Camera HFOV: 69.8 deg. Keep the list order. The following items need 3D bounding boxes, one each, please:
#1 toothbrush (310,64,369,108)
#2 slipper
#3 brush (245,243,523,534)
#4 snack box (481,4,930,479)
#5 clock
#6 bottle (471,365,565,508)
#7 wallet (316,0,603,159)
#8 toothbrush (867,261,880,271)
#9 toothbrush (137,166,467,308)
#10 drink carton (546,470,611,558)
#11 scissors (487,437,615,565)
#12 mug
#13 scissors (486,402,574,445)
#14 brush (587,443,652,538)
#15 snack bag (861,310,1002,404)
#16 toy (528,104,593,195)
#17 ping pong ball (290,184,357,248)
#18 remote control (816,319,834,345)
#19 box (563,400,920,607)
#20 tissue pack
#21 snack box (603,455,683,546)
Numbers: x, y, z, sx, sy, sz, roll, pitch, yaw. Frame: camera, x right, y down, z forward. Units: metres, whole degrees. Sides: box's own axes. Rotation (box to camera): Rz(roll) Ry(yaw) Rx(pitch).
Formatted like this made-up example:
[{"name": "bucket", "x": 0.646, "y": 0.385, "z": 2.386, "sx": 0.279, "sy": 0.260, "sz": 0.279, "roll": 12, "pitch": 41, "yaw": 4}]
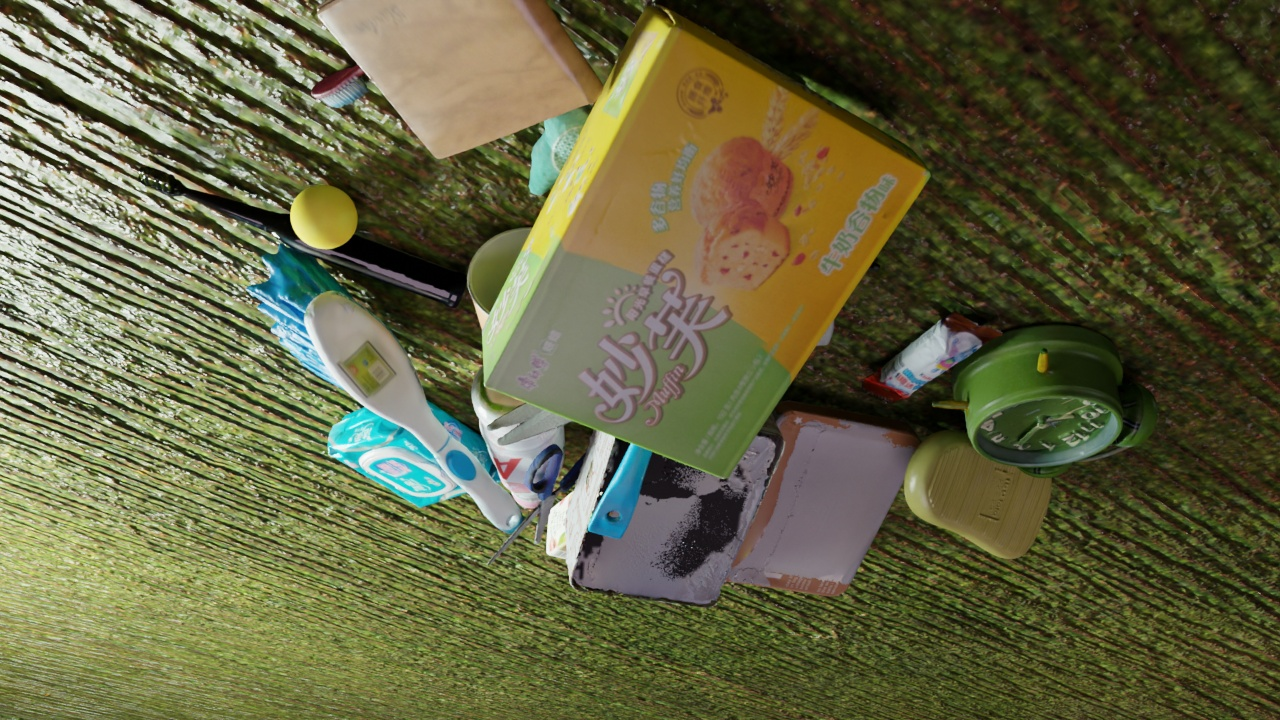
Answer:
[{"name": "toothbrush", "x": -0.100, "y": -0.169, "z": 0.477, "sx": 0.188, "sy": 0.016, "sz": 0.017, "roll": -15, "pitch": 148, "yaw": 27}, {"name": "slipper", "x": 0.269, "y": 0.101, "z": 0.763, "sx": 0.190, "sy": 0.091, "sz": 0.082, "roll": 23, "pitch": -178, "yaw": -37}, {"name": "brush", "x": -0.179, "y": 0.040, "z": 0.708, "sx": 0.109, "sy": 0.060, "sz": 0.315, "roll": 32, "pitch": 160, "yaw": 31}, {"name": "snack box", "x": 0.027, "y": -0.055, "z": 0.495, "sx": 0.157, "sy": 0.070, "sz": 0.210, "roll": 23, "pitch": 112, "yaw": -20}, {"name": "clock", "x": 0.303, "y": 0.037, "z": 0.674, "sx": 0.161, "sy": 0.056, "sz": 0.116, "roll": 26, "pitch": 141, "yaw": -27}, {"name": "bottle", "x": -0.097, "y": 0.070, "z": 0.772, "sx": 0.068, "sy": 0.068, "sz": 0.197, "roll": 5, "pitch": 148, "yaw": 1}, {"name": "wallet", "x": -0.091, "y": -0.156, "z": 0.462, "sx": 0.115, "sy": 0.020, "sz": 0.101, "roll": -13, "pitch": 134, "yaw": 30}, {"name": "toothbrush", "x": 0.063, "y": -0.076, "z": 0.587, "sx": 0.189, "sy": 0.014, "sz": 0.016, "roll": 8, "pitch": 121, "yaw": -5}, {"name": "toothbrush", "x": -0.219, "y": -0.083, "z": 0.607, "sx": 0.212, "sy": 0.026, "sz": 0.027, "roll": 20, "pitch": 166, "yaw": -19}, {"name": "drink carton", "x": -0.045, "y": 0.151, "z": 0.888, "sx": 0.045, "sy": 0.053, "sz": 0.123, "roll": 21, "pitch": 143, "yaw": -23}, {"name": "scissors", "x": -0.074, "y": 0.111, "z": 0.779, "sx": 0.012, "sy": 0.162, "sz": 0.175, "roll": 44, "pitch": 164, "yaw": 21}, {"name": "mug", "x": -0.075, "y": -0.024, "z": 0.632, "sx": 0.078, "sy": 0.078, "sz": 0.123, "roll": 7, "pitch": 150, "yaw": -2}, {"name": "scissors", "x": 0.006, "y": 0.020, "z": 0.624, "sx": 0.148, "sy": 0.021, "sz": 0.235, "roll": 41, "pitch": 104, "yaw": -10}, {"name": "brush", "x": 0.017, "y": 0.009, "z": 0.587, "sx": 0.083, "sy": 0.045, "sz": 0.255, "roll": 16, "pitch": 110, "yaw": -11}, {"name": "snack bag", "x": 0.206, "y": -0.001, "z": 0.660, "sx": 0.045, "sy": 0.026, "sz": 0.106, "roll": 23, "pitch": 139, "yaw": -17}, {"name": "toy", "x": -0.012, "y": -0.124, "z": 0.518, "sx": 0.092, "sy": 0.030, "sz": 0.097, "roll": 10, "pitch": 138, "yaw": -14}, {"name": "ping pong ball", "x": -0.200, "y": -0.091, "z": 0.579, "sx": 0.040, "sy": 0.040, "sz": 0.040, "roll": 4, "pitch": 145, "yaw": 3}, {"name": "remote control", "x": 0.067, "y": -0.030, "z": 0.644, "sx": 0.135, "sy": 0.019, "sz": 0.056, "roll": -1, "pitch": 144, "yaw": 10}, {"name": "box", "x": 0.083, "y": 0.110, "z": 0.739, "sx": 0.259, "sy": 0.082, "sz": 0.177, "roll": 11, "pitch": 117, "yaw": -15}, {"name": "tissue pack", "x": -0.198, "y": 0.084, "z": 0.817, "sx": 0.093, "sy": 0.050, "sz": 0.133, "roll": -20, "pitch": 138, "yaw": 31}, {"name": "snack box", "x": 0.048, "y": 0.145, "z": 0.862, "sx": 0.058, "sy": 0.057, "sz": 0.207, "roll": -18, "pitch": 138, "yaw": 30}]
